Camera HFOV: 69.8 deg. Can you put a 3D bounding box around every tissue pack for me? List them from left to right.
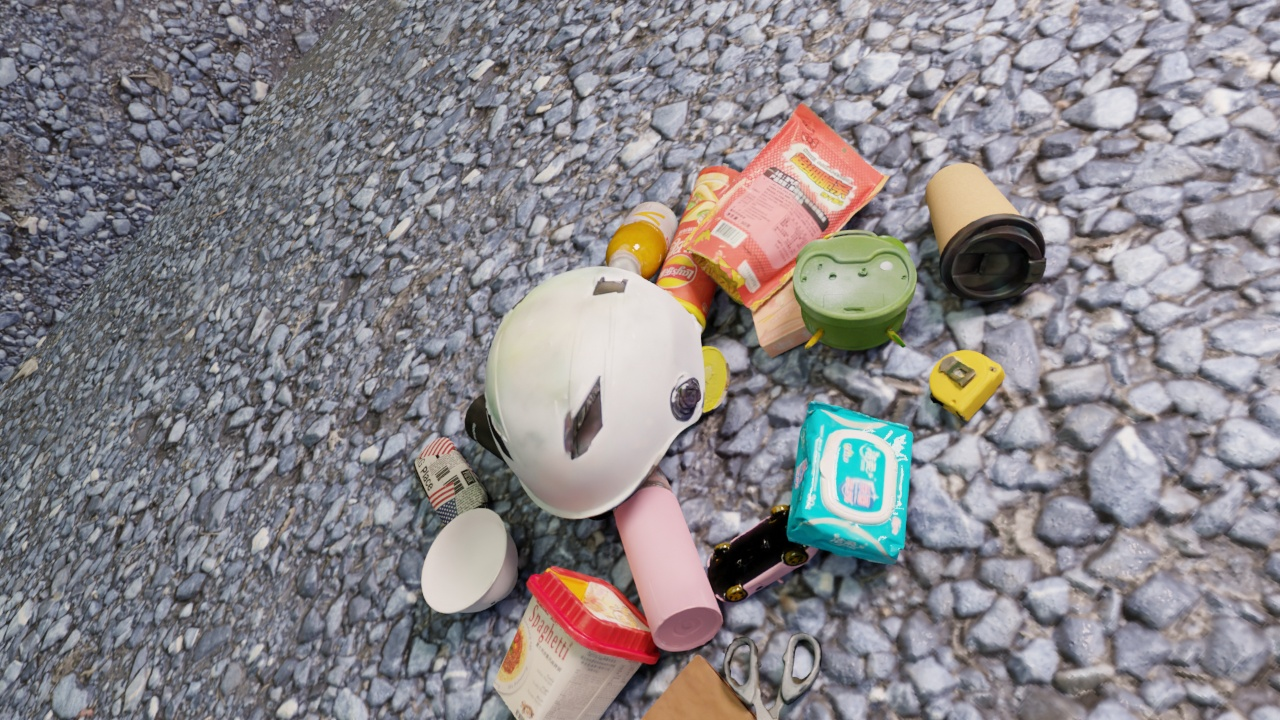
[{"bbox_3d":[0.181,0.103,0.791,0.093,0.050,0.133,13,59,1],"label":"tissue pack"}]

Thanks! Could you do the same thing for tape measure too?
[{"bbox_3d":[0.287,0.018,0.818,0.060,0.029,0.057,-47,41,-1],"label":"tape measure"}]

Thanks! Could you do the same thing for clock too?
[{"bbox_3d":[0.211,-0.077,0.911,0.116,0.056,0.160,0,49,12],"label":"clock"}]

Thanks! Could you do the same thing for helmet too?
[{"bbox_3d":[-0.062,0.008,0.900,0.230,0.146,0.258,-7,49,34],"label":"helmet"}]

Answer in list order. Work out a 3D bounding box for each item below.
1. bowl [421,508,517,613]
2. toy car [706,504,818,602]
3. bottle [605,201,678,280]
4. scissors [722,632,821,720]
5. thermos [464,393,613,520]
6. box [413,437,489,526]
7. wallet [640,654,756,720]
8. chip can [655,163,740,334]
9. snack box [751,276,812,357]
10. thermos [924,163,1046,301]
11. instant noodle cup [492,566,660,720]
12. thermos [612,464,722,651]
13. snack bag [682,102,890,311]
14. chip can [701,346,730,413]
[{"bbox_3d":[-0.173,0.228,0.999,0.118,0.065,0.118,-21,47,24],"label":"bowl"},{"bbox_3d":[0.113,0.175,0.831,0.123,0.037,0.056,-39,42,27],"label":"toy car"},{"bbox_3d":[0.000,-0.136,1.090,0.068,0.068,0.189,-25,17,22],"label":"bottle"},{"bbox_3d":[0.105,0.290,0.734,0.163,0.014,0.165,-36,35,-11],"label":"scissors"},{"bbox_3d":[-0.112,0.094,1.042,0.068,0.090,0.243,-18,27,-35],"label":"thermos"},{"bbox_3d":[-0.233,0.153,1.132,0.068,0.051,0.164,-53,39,7],"label":"box"},{"bbox_3d":[0.050,0.323,0.778,0.101,0.020,0.115,-48,39,-3],"label":"wallet"},{"bbox_3d":[0.070,-0.129,1.070,0.073,0.073,0.216,-5,51,37],"label":"chip can"},{"bbox_3d":[0.159,-0.082,1.002,0.085,0.026,0.157,-26,46,20],"label":"snack box"},{"bbox_3d":[0.318,-0.124,0.866,0.093,0.093,0.143,-26,36,21],"label":"thermos"},{"bbox_3d":[-0.064,0.274,0.848,0.116,0.116,0.124,32,93,48],"label":"instant noodle cup"},{"bbox_3d":[0.011,0.172,0.876,0.067,0.087,0.198,-38,42,15],"label":"thermos"},{"bbox_3d":[0.152,-0.162,0.983,0.128,0.073,0.208,42,87,6],"label":"snack bag"},{"bbox_3d":[-0.006,0.006,1.033,0.222,0.072,0.072,11,66,43],"label":"chip can"}]
